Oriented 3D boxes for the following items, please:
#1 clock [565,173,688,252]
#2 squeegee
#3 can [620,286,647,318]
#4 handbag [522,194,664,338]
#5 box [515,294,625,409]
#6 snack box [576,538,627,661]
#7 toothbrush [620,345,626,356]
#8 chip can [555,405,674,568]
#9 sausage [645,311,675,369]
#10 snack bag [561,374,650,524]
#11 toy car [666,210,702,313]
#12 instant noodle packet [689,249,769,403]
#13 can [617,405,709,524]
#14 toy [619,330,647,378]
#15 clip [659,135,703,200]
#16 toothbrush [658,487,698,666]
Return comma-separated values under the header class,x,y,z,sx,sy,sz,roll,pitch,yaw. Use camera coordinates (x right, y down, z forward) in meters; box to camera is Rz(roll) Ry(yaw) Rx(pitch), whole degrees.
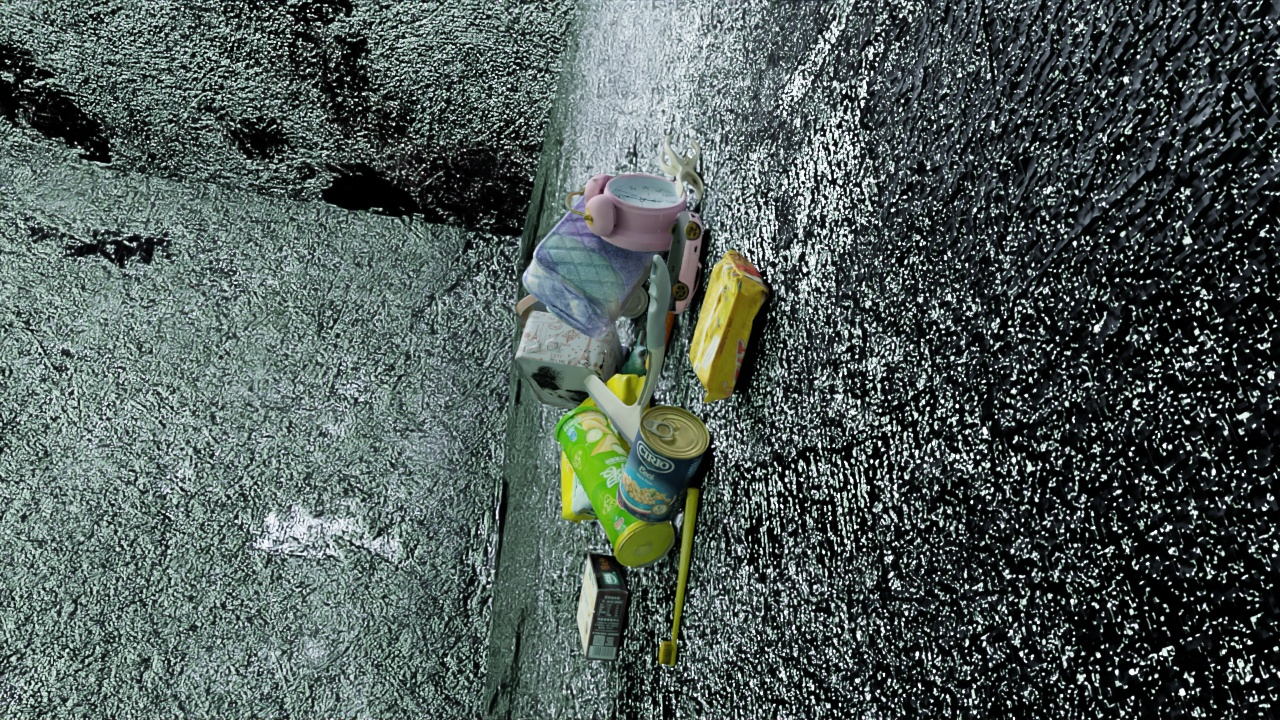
class,x,y,z,sx,sy,sz,roll,pitch,yaw
clock,-0.015,-0.189,1.147,0.117,0.158,0.060,-94,9,-54
squeegee,0.012,-0.014,1.101,0.246,0.039,0.247,47,135,48
can,-0.027,-0.101,1.391,0.134,0.053,0.053,-128,48,-73
handbag,-0.057,-0.128,1.191,0.193,0.134,0.076,-56,0,-42
box,-0.094,-0.038,1.354,0.182,0.153,0.177,75,-152,-64
snack box,-0.056,0.326,1.254,0.113,0.053,0.126,-126,46,-73
toothbrush,-0.033,0.061,1.401,0.021,0.029,0.188,45,-142,-53
chip can,-0.036,0.143,1.095,0.221,0.072,0.073,56,140,45
sausage,0.032,-0.052,1.172,0.021,0.021,0.165,-105,27,-61
snack bag,-0.045,0.126,1.272,0.247,0.068,0.157,139,134,-59
toy car,0.052,-0.116,1.085,0.056,0.037,0.122,-158,77,-67
instant noodle packet,0.082,-0.032,0.885,0.110,0.044,0.128,-96,21,-69
can,0.023,0.114,0.987,0.075,0.075,0.111,-96,18,-48
toy,-0.008,0.008,1.302,0.092,0.030,0.096,128,156,-57
clip,0.041,-0.242,1.147,0.035,0.083,0.104,111,173,-46
toothbrush,0.041,0.228,0.968,0.016,0.016,0.190,-168,86,-77
